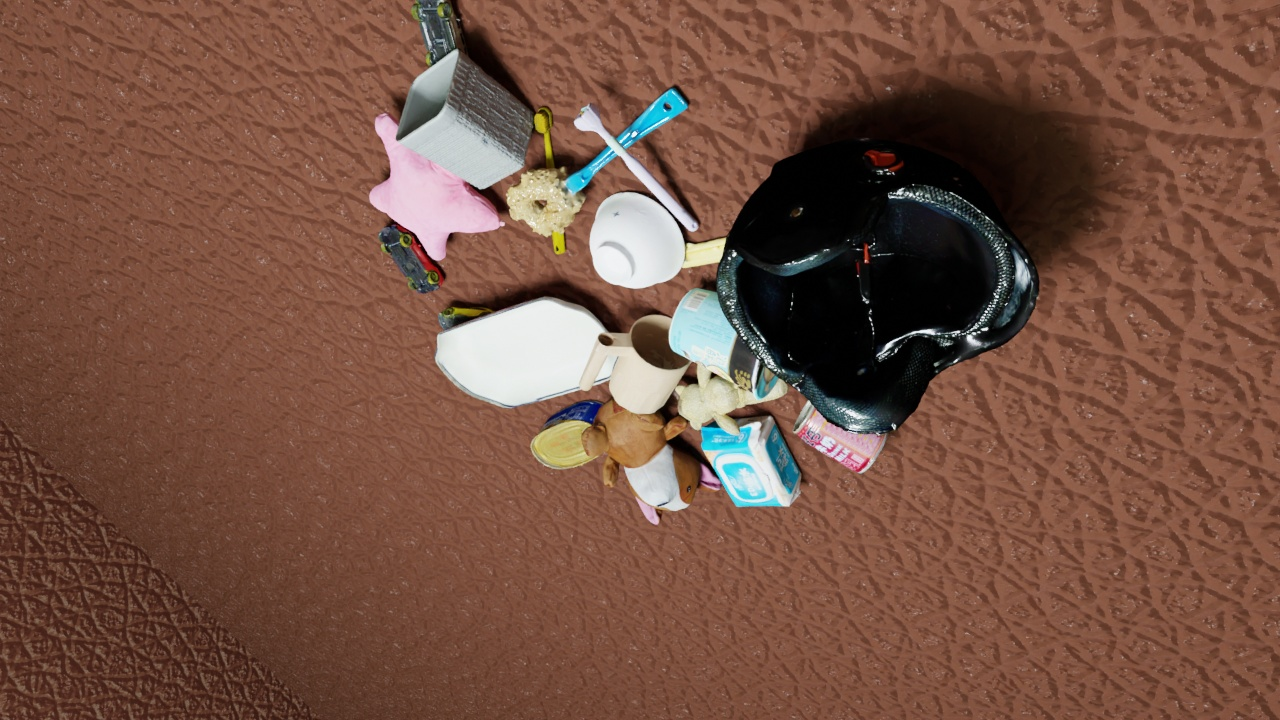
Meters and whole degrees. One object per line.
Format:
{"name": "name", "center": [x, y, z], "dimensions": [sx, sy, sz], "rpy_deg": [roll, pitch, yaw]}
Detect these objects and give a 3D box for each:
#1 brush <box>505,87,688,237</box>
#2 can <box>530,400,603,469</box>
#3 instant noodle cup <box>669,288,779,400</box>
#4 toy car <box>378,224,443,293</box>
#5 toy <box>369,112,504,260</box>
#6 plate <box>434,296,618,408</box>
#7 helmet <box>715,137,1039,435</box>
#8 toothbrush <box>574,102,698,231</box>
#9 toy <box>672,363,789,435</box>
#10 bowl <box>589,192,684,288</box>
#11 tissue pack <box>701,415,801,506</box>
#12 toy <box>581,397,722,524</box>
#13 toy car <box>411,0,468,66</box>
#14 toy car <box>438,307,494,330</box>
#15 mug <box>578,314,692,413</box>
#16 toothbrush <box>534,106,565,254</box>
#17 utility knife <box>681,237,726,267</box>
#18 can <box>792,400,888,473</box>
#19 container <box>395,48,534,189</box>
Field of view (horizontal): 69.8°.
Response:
{"name": "brush", "center": [-0.049, -0.214, 0.992], "dimensions": [0.255, 0.045, 0.083], "rpy_deg": [-30, 115, 34]}
{"name": "can", "center": [-0.095, 0.108, 1.321], "dimensions": [0.074, 0.049, 0.149], "rpy_deg": [47, 136, -16]}
{"name": "instant noodle cup", "center": [0.101, -0.027, 1.044], "dimensions": [0.120, 0.111, 0.111], "rpy_deg": [21, 138, 24]}
{"name": "toy car", "center": [-0.307, -0.137, 1.229], "dimensions": [0.049, 0.031, 0.106], "rpy_deg": [-13, 123, 37]}
{"name": "toy", "center": [-0.247, -0.194, 1.110], "dimensions": [0.178, 0.074, 0.195], "rpy_deg": [27, 141, 2]}
{"name": "plate", "center": [-0.151, -0.015, 1.219], "dimensions": [0.266, 0.034, 0.162], "rpy_deg": [-17, 130, 30]}
{"name": "helmet", "center": [0.206, -0.087, 0.827], "dimensions": [0.275, 0.229, 0.233], "rpy_deg": [-9, 134, 24]}
{"name": "toothbrush", "center": [0.001, -0.196, 0.965], "dimensions": [0.189, 0.029, 0.021], "rpy_deg": [41, -178, -34]}
{"name": "toy", "center": [0.112, 0.037, 1.129], "dimensions": [0.158, 0.066, 0.105], "rpy_deg": [-23, 93, 37]}
{"name": "bowl", "center": [-0.016, -0.122, 1.037], "dimensions": [0.118, 0.064, 0.118], "rpy_deg": [20, 136, 21]}
{"name": "tissue pack", "center": [0.143, 0.133, 1.192], "dimensions": [0.090, 0.063, 0.140], "rpy_deg": [-8, 125, 36]}
{"name": "toy", "center": [0.016, 0.138, 1.239], "dimensions": [0.140, 0.130, 0.199], "rpy_deg": [-23, 125, 15]}
{"name": "toy car", "center": [-0.209, -0.346, 0.970], "dimensions": [0.042, 0.035, 0.090], "rpy_deg": [7, 132, 23]}
{"name": "toy car", "center": [-0.227, -0.053, 1.258], "dimensions": [0.105, 0.032, 0.048], "rpy_deg": [5, 138, 20]}
{"name": "mug", "center": [-0.007, 0.007, 1.131], "dimensions": [0.124, 0.084, 0.104], "rpy_deg": [1, 145, -20]}
{"name": "toothbrush", "center": [-0.104, -0.201, 1.058], "dimensions": [0.016, 0.016, 0.190], "rpy_deg": [14, 135, 17]}
{"name": "utility knife", "center": [0.115, -0.129, 1.002], "dimensions": [0.207, 0.021, 0.031], "rpy_deg": [-11, 122, 33]}
{"name": "can", "center": [0.236, 0.083, 1.087], "dimensions": [0.094, 0.066, 0.067], "rpy_deg": [30, 138, 2]}
{"name": "container", "center": [-0.183, -0.252, 0.984], "dimensions": [0.090, 0.090, 0.114], "rpy_deg": [-15, 146, 41]}
